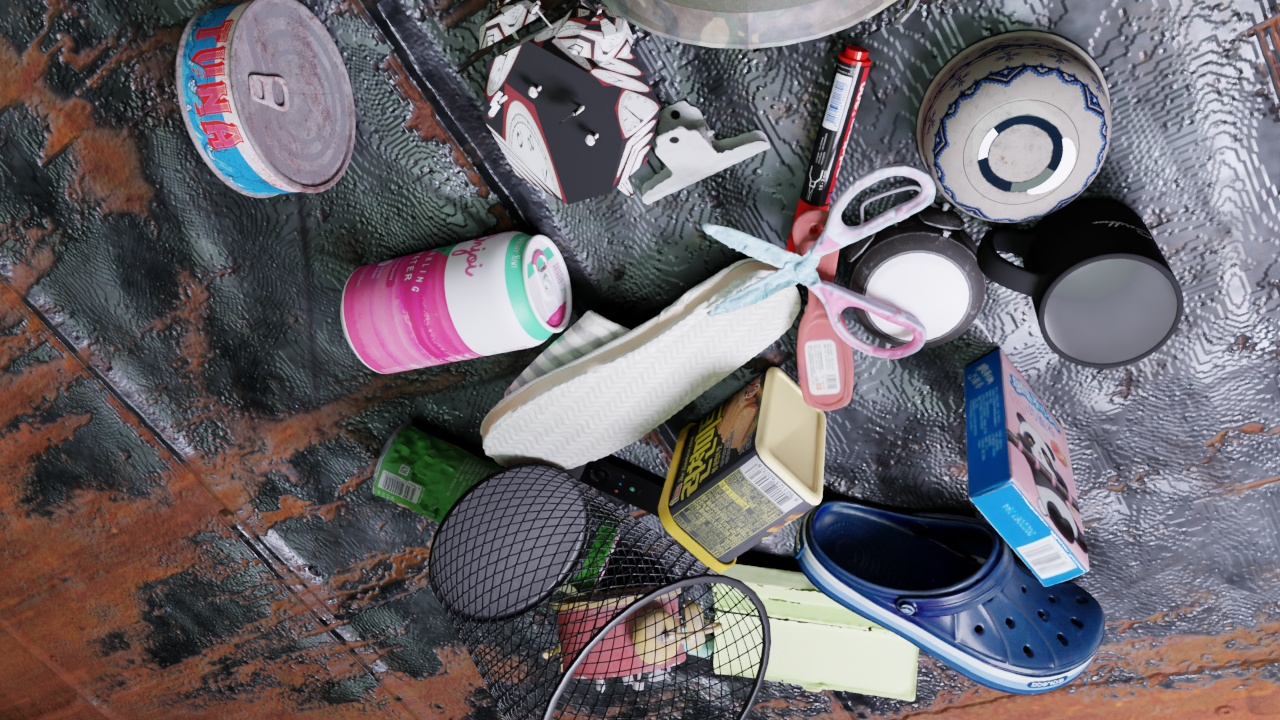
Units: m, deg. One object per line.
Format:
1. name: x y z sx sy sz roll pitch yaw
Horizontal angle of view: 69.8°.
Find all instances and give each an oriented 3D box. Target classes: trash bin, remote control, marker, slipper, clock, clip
1. trash bin: -0.046 0.183 0.664 0.210 0.183 0.184 31 139 48
2. remote control: -0.039 0.096 0.812 0.150 0.013 0.034 24 125 0
3. marker: 0.125 -0.135 0.614 0.021 0.023 0.145 2 125 -13
4. slipper: 0.248 0.176 0.725 0.253 0.104 0.095 20 132 6
5. clock: -0.054 -0.174 0.590 0.115 0.064 0.155 16 137 30
6. clock: -0.003 0.248 0.818 0.159 0.117 0.081 -13 78 29
7. slipper: -0.004 0.004 0.703 0.273 0.054 0.114 -30 133 17
8. clock: 0.189 -0.056 0.634 0.091 0.043 0.123 -16 116 24
9. clip: 0.033 -0.150 0.636 0.102 0.040 0.054 -21 132 25

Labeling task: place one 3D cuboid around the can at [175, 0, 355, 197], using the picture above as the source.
1. can: -0.251 -0.179 0.628 0.044 0.129 0.130 -2 121 17

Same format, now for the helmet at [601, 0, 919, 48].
1. helmet: 0.059 -0.253 0.461 0.193 0.223 0.237 1 147 9

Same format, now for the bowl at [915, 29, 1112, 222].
1. bowl: 0.229 -0.136 0.562 0.115 0.059 0.116 7 123 11

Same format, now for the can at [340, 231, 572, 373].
1. can: -0.143 -0.044 0.708 0.166 0.088 0.088 -10 118 21

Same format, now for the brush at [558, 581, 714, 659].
1. brush: -0.028 0.241 0.904 0.217 0.012 0.033 23 125 3

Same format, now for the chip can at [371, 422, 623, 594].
1. chip can: -0.130 0.133 0.826 0.223 0.075 0.076 25 125 0

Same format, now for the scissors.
1. scissors: 0.126 -0.070 0.604 0.170 0.014 0.168 25 120 -2

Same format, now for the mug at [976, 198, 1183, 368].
1. mug: 0.272 -0.055 0.583 0.113 0.087 0.078 16 124 6

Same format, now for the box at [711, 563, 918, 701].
1. box: 0.158 0.239 0.829 0.188 0.048 0.141 3 119 14

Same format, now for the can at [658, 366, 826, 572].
1. can: 0.081 0.079 0.698 0.072 0.130 0.101 42 120 -12

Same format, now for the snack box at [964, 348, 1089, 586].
1. snack box: 0.259 0.067 0.625 0.033 0.153 0.088 -33 107 33

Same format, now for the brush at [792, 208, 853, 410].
1. brush: 0.130 -0.037 0.660 0.041 0.030 0.172 -3 128 12
